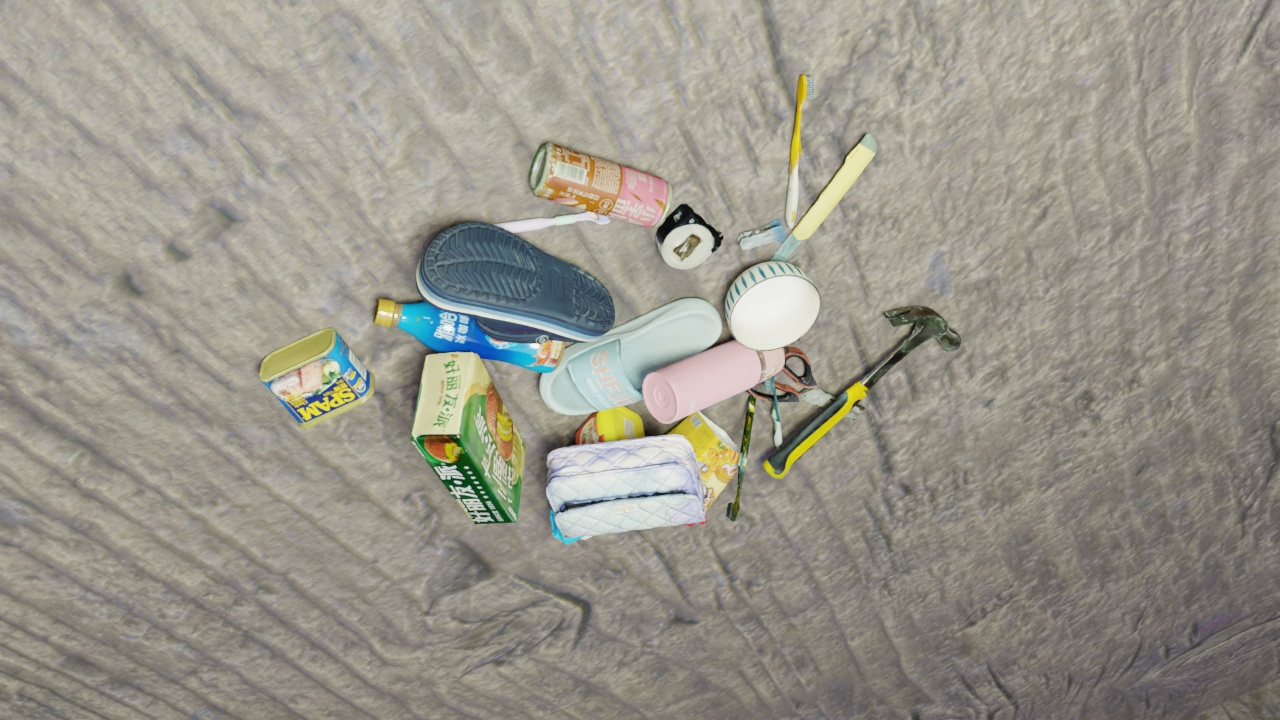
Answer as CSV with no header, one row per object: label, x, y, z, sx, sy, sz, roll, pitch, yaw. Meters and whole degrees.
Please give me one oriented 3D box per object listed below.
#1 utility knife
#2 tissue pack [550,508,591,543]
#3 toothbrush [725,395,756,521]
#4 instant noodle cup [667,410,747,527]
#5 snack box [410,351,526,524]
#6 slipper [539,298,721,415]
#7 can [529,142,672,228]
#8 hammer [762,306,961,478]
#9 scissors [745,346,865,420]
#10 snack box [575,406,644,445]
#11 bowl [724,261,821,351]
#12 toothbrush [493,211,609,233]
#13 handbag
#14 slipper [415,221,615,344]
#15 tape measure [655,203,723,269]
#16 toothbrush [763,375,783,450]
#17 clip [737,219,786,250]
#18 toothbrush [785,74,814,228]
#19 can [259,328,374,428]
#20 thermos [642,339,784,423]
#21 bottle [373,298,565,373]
utility knife,0.216,-0.184,1.090,0.031,0.021,0.199,20,120,-25
tissue pack,-0.055,0.204,1.285,0.140,0.063,0.090,-29,174,9
toothbrush,0.136,0.128,1.236,0.017,0.185,0.012,31,147,-30
instant noodle cup,0.071,0.146,1.274,0.124,0.116,0.116,-46,127,7
snack box,-0.200,0.099,1.105,0.063,0.114,0.240,-3,146,8
slipper,-0.007,0.007,1.150,0.245,0.074,0.104,-27,132,5
can,-0.042,-0.186,0.985,0.147,0.057,0.058,12,125,-25
hammer,0.294,0.049,1.284,0.324,0.032,0.126,-45,128,15
scissors,0.240,0.035,1.285,0.205,0.015,0.197,-11,131,-7
snack box,-0.040,0.113,1.222,0.082,0.091,0.080,29,123,-32
bowl,0.157,-0.076,1.131,0.116,0.066,0.117,-8,132,-9
toothbrush,-0.129,-0.150,1.017,0.189,0.029,0.021,-10,169,-7
handbag,-0.020,0.165,1.158,0.194,0.075,0.134,-8,136,9
slipper,-0.142,-0.074,1.020,0.252,0.105,0.095,13,143,-40
tape measure,0.053,-0.140,1.069,0.065,0.033,0.066,32,114,-33
toothbrush,0.188,0.080,1.294,0.018,0.016,0.192,-6,141,8
clip,0.145,-0.149,1.099,0.058,0.041,0.026,-14,135,2
toothbrush,0.180,-0.232,1.040,0.018,0.016,0.192,-15,132,-15
can,-0.375,0.020,1.065,0.102,0.057,0.083,-24,130,4
thermos,0.094,0.024,1.153,0.198,0.067,0.087,-21,146,-37
bottle,-0.197,-0.034,1.064,0.218,0.065,0.065,11,125,-25
